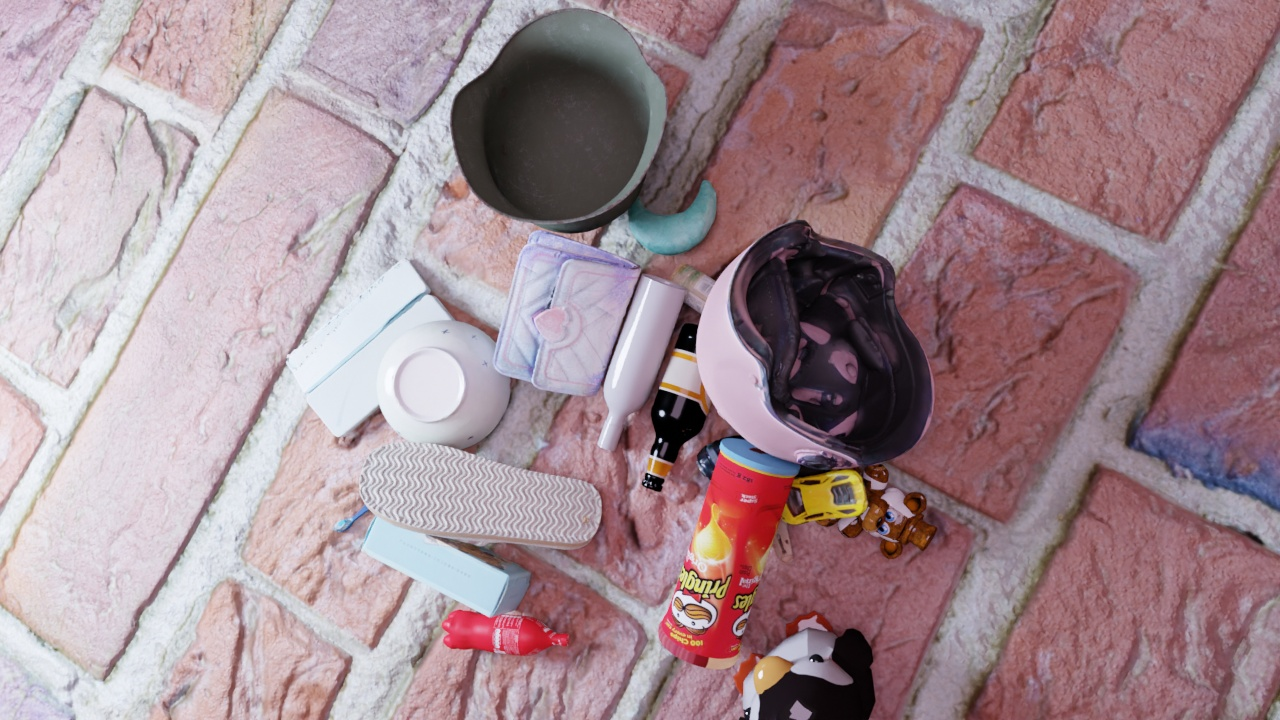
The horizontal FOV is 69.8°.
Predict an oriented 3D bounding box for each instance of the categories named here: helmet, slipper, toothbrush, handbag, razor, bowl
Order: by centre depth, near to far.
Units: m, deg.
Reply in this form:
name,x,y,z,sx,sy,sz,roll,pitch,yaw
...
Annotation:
name,x,y,z,sx,sy,sz,roll,pitch,yaw
helmet,0.162,0.003,0.903,0.255,0.153,0.229,22,59,-24
razor,0.130,0.111,0.967,0.140,0.053,0.064,3,94,12
handbag,-0.082,-0.047,0.992,0.126,0.069,0.159,17,112,-5
slipper,-0.173,0.153,1.006,0.263,0.052,0.114,11,52,-2
helmet,-0.076,-0.247,1.016,0.227,0.154,0.267,0,76,7
bowl,-0.228,0.027,1.034,0.153,0.073,0.153,0,87,3
toothbrush,-0.305,0.160,1.072,0.135,0.017,0.021,-36,78,5

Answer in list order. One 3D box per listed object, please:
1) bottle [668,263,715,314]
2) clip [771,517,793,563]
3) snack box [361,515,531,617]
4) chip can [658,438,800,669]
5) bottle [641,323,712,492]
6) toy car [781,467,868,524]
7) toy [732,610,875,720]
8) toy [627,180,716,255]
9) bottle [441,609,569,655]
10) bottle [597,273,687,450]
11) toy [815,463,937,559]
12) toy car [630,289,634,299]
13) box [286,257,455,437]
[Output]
name,x,y,z,sx,sy,sz,roll,pitch,yaw
bottle,0.082,-0.064,1.011,0.111,0.043,0.043,36,90,16
clip,0.148,0.185,0.967,0.026,0.049,0.061,-24,35,9
snack box,-0.213,0.221,1.012,0.175,0.075,0.053,23,86,15
chip can,0.088,0.192,0.917,0.087,0.087,0.213,19,101,15
bottle,0.043,0.053,0.990,0.059,0.059,0.181,20,86,15
toy car,0.177,0.136,0.911,0.107,0.030,0.049,-19,83,39
toy,0.161,0.329,0.854,0.159,0.184,0.140,-41,76,3
toy,0.038,-0.159,1.042,0.105,0.033,0.085,-11,68,11
bottle,-0.147,0.299,1.001,0.142,0.042,0.042,2,81,13
bottle,-0.006,0.006,1.001,0.052,0.052,0.195,23,102,15
toy,0.241,0.152,0.929,0.113,0.067,0.087,32,112,27
toy car,-0.066,-0.079,1.041,0.120,0.056,0.043,-14,34,9
box,-0.321,-0.017,1.094,0.197,0.044,0.136,-39,75,1
